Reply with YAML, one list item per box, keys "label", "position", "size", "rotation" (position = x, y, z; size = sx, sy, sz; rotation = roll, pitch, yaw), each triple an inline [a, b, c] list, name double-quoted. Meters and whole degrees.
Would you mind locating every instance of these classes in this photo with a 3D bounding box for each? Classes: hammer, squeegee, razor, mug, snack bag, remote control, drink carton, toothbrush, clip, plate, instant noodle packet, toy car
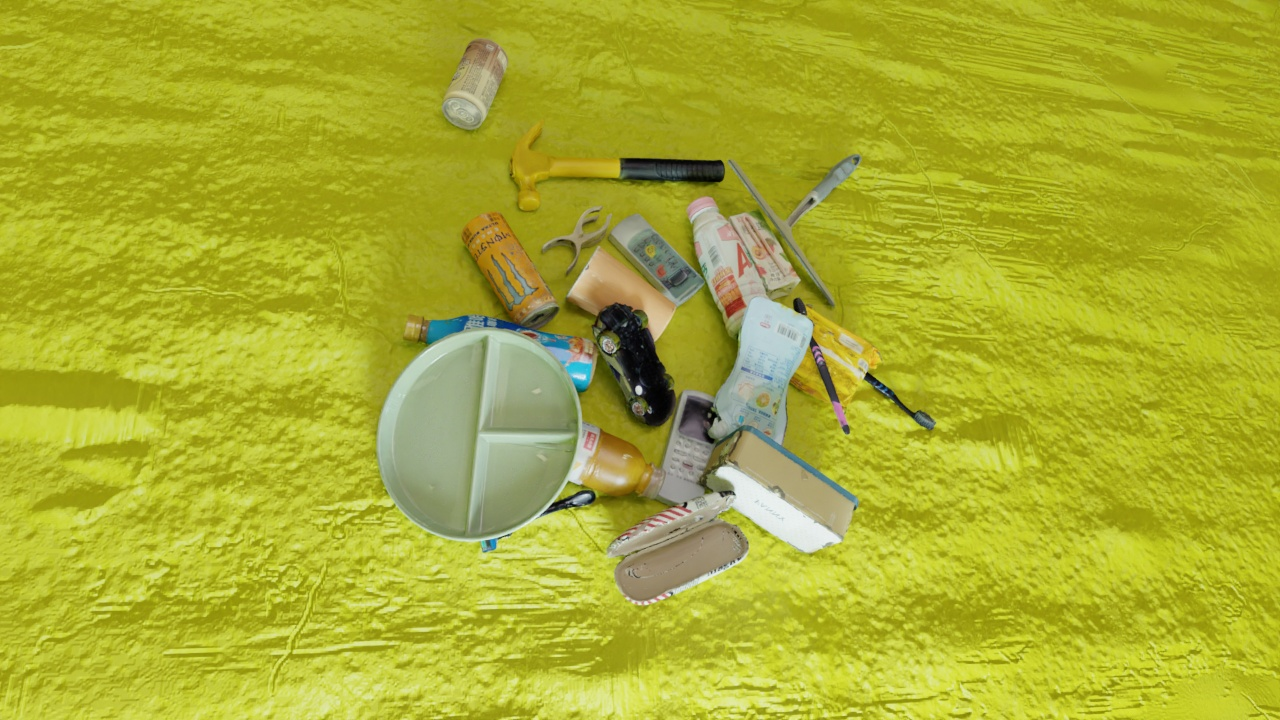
- label: "hammer"
  position: [-0.028, -0.260, 1.240]
  size: [0.300, 0.033, 0.128]
  rotation: [-2, 67, -19]
- label: "squeegee"
  position: [0.249, -0.232, 1.314]
  size: [0.246, 0.039, 0.245]
  rotation: [52, 54, -10]
- label: "razor"
  position: [-0.114, 0.168, 1.009]
  size: [0.142, 0.022, 0.042]
  rotation: [-15, 97, -27]
- label: "mug"
  position: [-0.022, -0.076, 1.131]
  size: [0.123, 0.078, 0.078]
  rotation: [32, 59, -7]
- label: "snack bag"
  position: [0.149, 0.026, 1.119]
  size: [0.110, 0.039, 0.191]
  rotation: [24, 81, -33]
- label: "remote control"
  position: [0.059, 0.105, 1.096]
  size: [0.058, 0.021, 0.149]
  rotation: [21, 61, -8]
- label: "drink carton"
  position: [0.161, -0.143, 1.236]
  size: [0.053, 0.046, 0.122]
  rotation: [-18, 71, -24]
- label: "toothbrush"
  position: [0.315, 0.030, 1.220]
  size: [0.189, 0.016, 0.014]
  rotation: [39, 58, 4]
- label: "toothbrush"
  position: [0.228, 0.005, 1.154]
  size: [0.014, 0.018, 0.189]
  rotation: [-16, 73, -6]
- label: "remote control"
  position: [0.020, -0.133, 1.200]
  size: [0.056, 0.019, 0.135]
  rotation: [-39, 81, -29]
- label: "clip"
  position: [-0.078, -0.157, 1.175]
  size: [0.072, 0.035, 0.100]
  rotation: [41, 68, 4]
- label: "plate"
  position: [-0.171, 0.077, 0.977]
  size: [0.230, 0.027, 0.230]
  rotation: [-3, 73, 11]
- label: "instant noodle packet"
  position: [0.238, 0.000, 1.191]
  size: [0.128, 0.044, 0.110]
  rotation: [34, 69, 4]
- label: "toy car"
  position: [-0.006, 0.006, 1.088]
  size: [0.070, 0.042, 0.158]
  rotation: [-38, 110, -42]

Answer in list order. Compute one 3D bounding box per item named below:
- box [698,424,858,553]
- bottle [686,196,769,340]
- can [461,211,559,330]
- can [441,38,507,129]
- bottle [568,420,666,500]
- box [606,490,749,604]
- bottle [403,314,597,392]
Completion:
- label: "box"
  position: [0.164, 0.154, 1.059]
  size: [0.184, 0.090, 0.062]
  rotation: [34, 57, -10]
- label: "bottle"
  position: [0.113, -0.124, 1.201]
  size: [0.068, 0.068, 0.196]
  rotation: [-12, 67, -23]
- label: "can"
  position: [-0.158, -0.108, 1.108]
  size: [0.058, 0.058, 0.146]
  rotation: [-26, 75, -27]
- label: "can"
  position: [-0.218, -0.367, 1.214]
  size: [0.058, 0.059, 0.116]
  rotation: [19, 60, -8]
- label: "bottle"
  position: [-0.064, 0.105, 1.029]
  size: [0.189, 0.068, 0.067]
  rotation: [24, 60, -6]
- label: "box"
  position: [0.047, 0.207, 1.011]
  size: [0.162, 0.076, 0.086]
  rotation: [-20, 70, -25]
- label: "bottle"
  position: [-0.161, -0.014, 1.056]
  size: [0.218, 0.065, 0.065]
  rotation: [13, 62, -12]
